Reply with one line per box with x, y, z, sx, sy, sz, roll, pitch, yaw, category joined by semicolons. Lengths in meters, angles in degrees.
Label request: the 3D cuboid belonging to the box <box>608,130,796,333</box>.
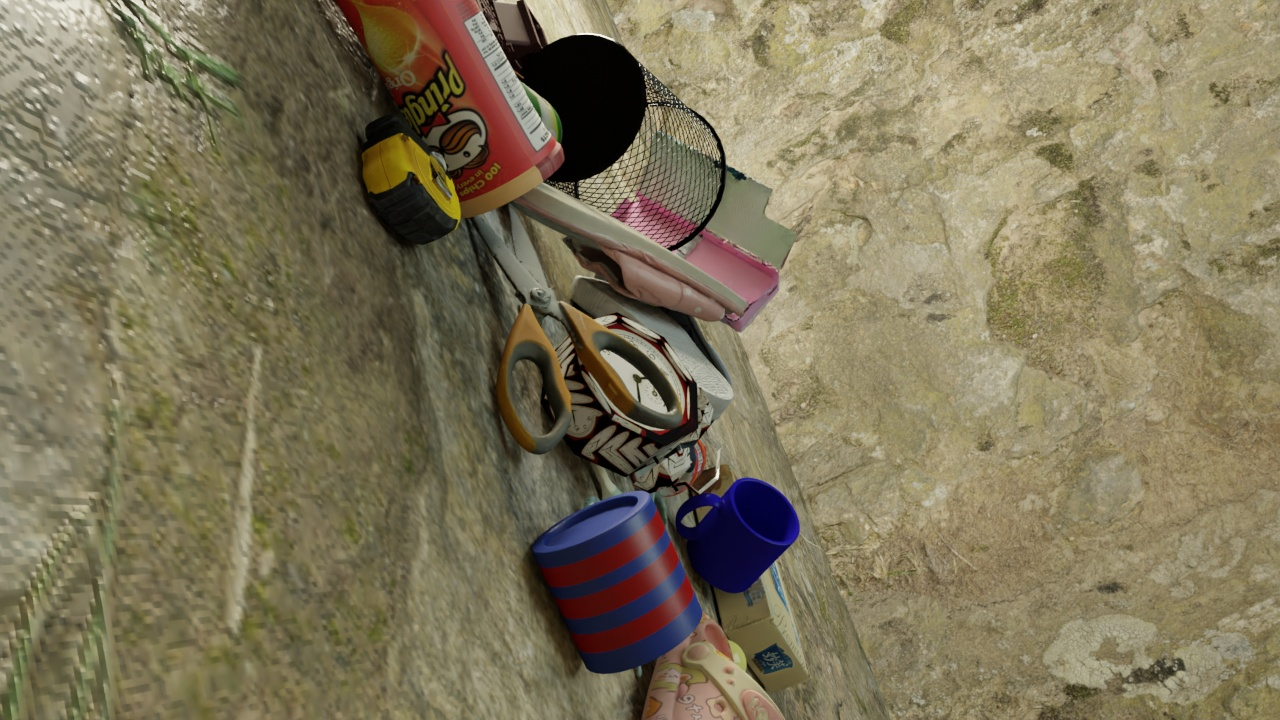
0.068;-0.148;1.051;0.230;0.161;0.061;35;7;30;box

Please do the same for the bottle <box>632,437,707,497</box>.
0.032;0.092;0.872;0.137;0.062;0.062;2;65;-79;bottle

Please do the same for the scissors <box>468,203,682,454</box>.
-0.052;-0.028;0.631;0.175;0.016;0.225;7;48;-27;scissors

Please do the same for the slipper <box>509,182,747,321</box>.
-0.014;-0.091;0.830;0.274;0.054;0.114;25;10;-33;slipper

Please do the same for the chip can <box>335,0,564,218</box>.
-0.135;-0.204;0.585;0.087;0.087;0.213;-92;156;-62;chip can

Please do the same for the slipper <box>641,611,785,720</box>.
0.053;0.233;0.598;0.093;0.082;0.196;62;17;-21;slipper

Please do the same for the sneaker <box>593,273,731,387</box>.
0.009;-0.053;1.033;0.257;0.093;0.160;57;6;-41;sneaker

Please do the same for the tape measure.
-0.128;-0.100;0.527;0.065;0.037;0.064;55;15;-49;tape measure

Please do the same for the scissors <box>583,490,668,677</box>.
0.001;0.154;0.675;0.171;0.021;0.173;-87;155;-52;scissors

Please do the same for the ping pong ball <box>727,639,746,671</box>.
0.069;0.255;0.772;0.040;0.040;0.040;-22;90;-80;ping pong ball

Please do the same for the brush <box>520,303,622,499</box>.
-0.044;0.055;0.702;0.033;0.012;0.217;-39;105;-79;brush

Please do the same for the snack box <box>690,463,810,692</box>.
0.121;0.240;1.028;0.207;0.055;0.153;-101;165;-47;snack box

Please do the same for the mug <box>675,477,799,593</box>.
0.086;0.166;0.897;0.111;0.084;0.079;23;36;-17;mug

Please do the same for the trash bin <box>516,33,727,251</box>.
-0.028;-0.221;0.950;0.210;0.184;0.184;22;46;-68;trash bin

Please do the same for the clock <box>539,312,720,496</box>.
-0.004;0.042;0.678;0.154;0.065;0.114;42;37;-6;clock

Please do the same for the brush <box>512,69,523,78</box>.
-0.141;-0.264;0.703;0.126;0.017;0.048;36;14;-4;brush

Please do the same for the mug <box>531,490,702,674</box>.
-0.019;0.126;0.545;0.076;0.075;0.112;66;-16;-6;mug

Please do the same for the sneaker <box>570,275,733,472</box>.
-0.005;0.005;0.818;0.089;0.087;0.235;17;22;-38;sneaker

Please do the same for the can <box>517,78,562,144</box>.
-0.108;-0.194;0.747;0.120;0.067;0.067;-30;97;-80;can

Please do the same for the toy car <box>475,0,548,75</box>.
-0.130;-0.315;0.910;0.170;0.062;0.070;41;28;-68;toy car
